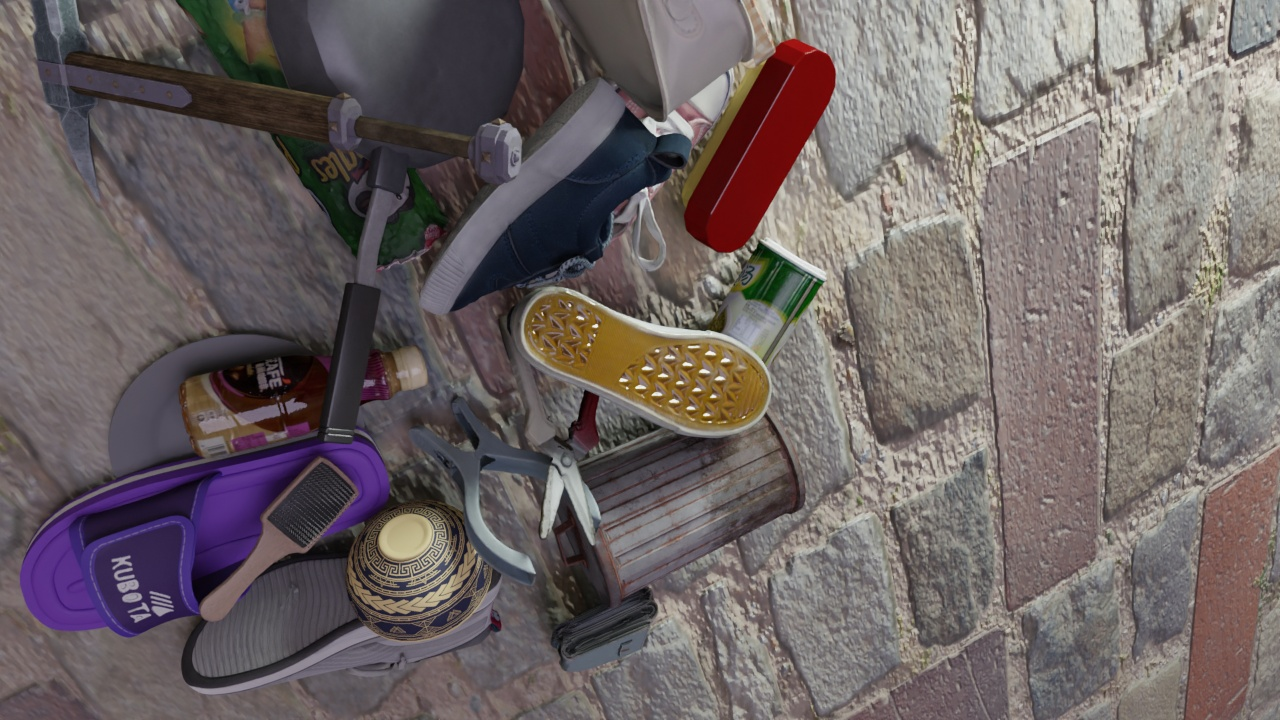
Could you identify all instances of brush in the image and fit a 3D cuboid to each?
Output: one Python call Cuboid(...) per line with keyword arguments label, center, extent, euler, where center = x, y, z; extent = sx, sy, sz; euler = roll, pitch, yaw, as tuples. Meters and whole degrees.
Cuboid(label="brush", center=(-0.262, 0.133, 0.662), extent=(0.135, 0.015, 0.050), euler=(-50, 132, -20))
Cuboid(label="brush", center=(0.089, -0.172, 0.736), extent=(0.082, 0.042, 0.173), euler=(9, 114, -59))

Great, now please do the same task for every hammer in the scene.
Cuboid(label="hammer", center=(-0.209, -0.136, 0.512), extent=(0.317, 0.028, 0.147), euler=(14, 118, 17))

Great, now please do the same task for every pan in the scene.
Cuboid(label="pan", center=(-0.156, -0.124, 0.573), extent=(0.178, 0.041, 0.357), euler=(12, 88, -47))

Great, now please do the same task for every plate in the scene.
Cuboid(label="plate", center=(-0.303, 0.060, 0.701), extent=(0.178, 0.012, 0.179), euler=(-11, 119, -20))

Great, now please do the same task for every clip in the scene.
Cuboid(label="clip", center=(-0.091, 0.085, 0.738), extent=(0.141, 0.171, 0.029), euler=(-25, 153, -32))

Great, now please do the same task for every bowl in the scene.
Cuboid(label="bowl", center=(-0.175, 0.152, 0.709), extent=(0.112, 0.112, 0.061), euler=(-20, 140, -15))

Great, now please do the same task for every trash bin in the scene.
Cuboid(label="trash bin", center=(0.024, 0.123, 0.817), extent=(0.211, 0.131, 0.131), euler=(-23, 122, -15))

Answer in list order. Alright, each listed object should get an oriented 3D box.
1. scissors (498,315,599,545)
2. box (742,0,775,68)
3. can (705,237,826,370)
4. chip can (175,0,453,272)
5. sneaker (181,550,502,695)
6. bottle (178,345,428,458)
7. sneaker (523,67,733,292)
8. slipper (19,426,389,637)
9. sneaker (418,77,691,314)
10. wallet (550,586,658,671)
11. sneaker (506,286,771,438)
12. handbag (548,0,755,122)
Cuboid(label="scissors", center=(-0.065, 0.042, 0.732), extent=(0.179, 0.015, 0.192), euler=(47, 46, -2))
Cuboid(label="box", center=(0.042, -0.294, 0.648), extent=(0.043, 0.083, 0.187), euler=(-34, 126, 1))
Cuboid(label="can", center=(0.105, -0.041, 0.809), extent=(0.067, 0.067, 0.121), euler=(23, 104, -32))
Cuboid(label="chip can", center=(-0.210, -0.165, 0.593), extent=(0.075, 0.075, 0.223), euler=(-33, 124, -7))
Cuboid(label="sneaker", center=(-0.240, 0.227, 0.775), extent=(0.263, 0.096, 0.129), euler=(-14, 138, -10))
Cuboid(label="bottle", center=(-0.239, 0.023, 0.666), extent=(0.165, 0.059, 0.060), euler=(-14, 120, -18))
Cuboid(label="sneaker", center=(-0.014, -0.143, 0.688), extent=(0.241, 0.088, 0.118), euler=(-48, 125, 5))
Cuboid(label="slipper", center=(-0.315, 0.134, 0.673), extent=(0.266, 0.084, 0.107), euler=(-20, 122, -15))
Cuboid(label="sneaker", center=(-0.066, -0.092, 0.624), extent=(0.087, 0.089, 0.236), euler=(38, 133, -20))
Cuboid(label="wallet", center=(-0.034, 0.255, 0.866), extent=(0.100, 0.054, 0.132), euler=(-25, 159, -13))
Cuboid(label="sneaker", center=(-0.004, 0.004, 0.740), extent=(0.235, 0.079, 0.087), euler=(19, 83, -26))
Cuboid(label="handbag", center=(-0.012, -0.267, 0.555), extent=(0.093, 0.200, 0.200), euler=(-34, 146, -3))
